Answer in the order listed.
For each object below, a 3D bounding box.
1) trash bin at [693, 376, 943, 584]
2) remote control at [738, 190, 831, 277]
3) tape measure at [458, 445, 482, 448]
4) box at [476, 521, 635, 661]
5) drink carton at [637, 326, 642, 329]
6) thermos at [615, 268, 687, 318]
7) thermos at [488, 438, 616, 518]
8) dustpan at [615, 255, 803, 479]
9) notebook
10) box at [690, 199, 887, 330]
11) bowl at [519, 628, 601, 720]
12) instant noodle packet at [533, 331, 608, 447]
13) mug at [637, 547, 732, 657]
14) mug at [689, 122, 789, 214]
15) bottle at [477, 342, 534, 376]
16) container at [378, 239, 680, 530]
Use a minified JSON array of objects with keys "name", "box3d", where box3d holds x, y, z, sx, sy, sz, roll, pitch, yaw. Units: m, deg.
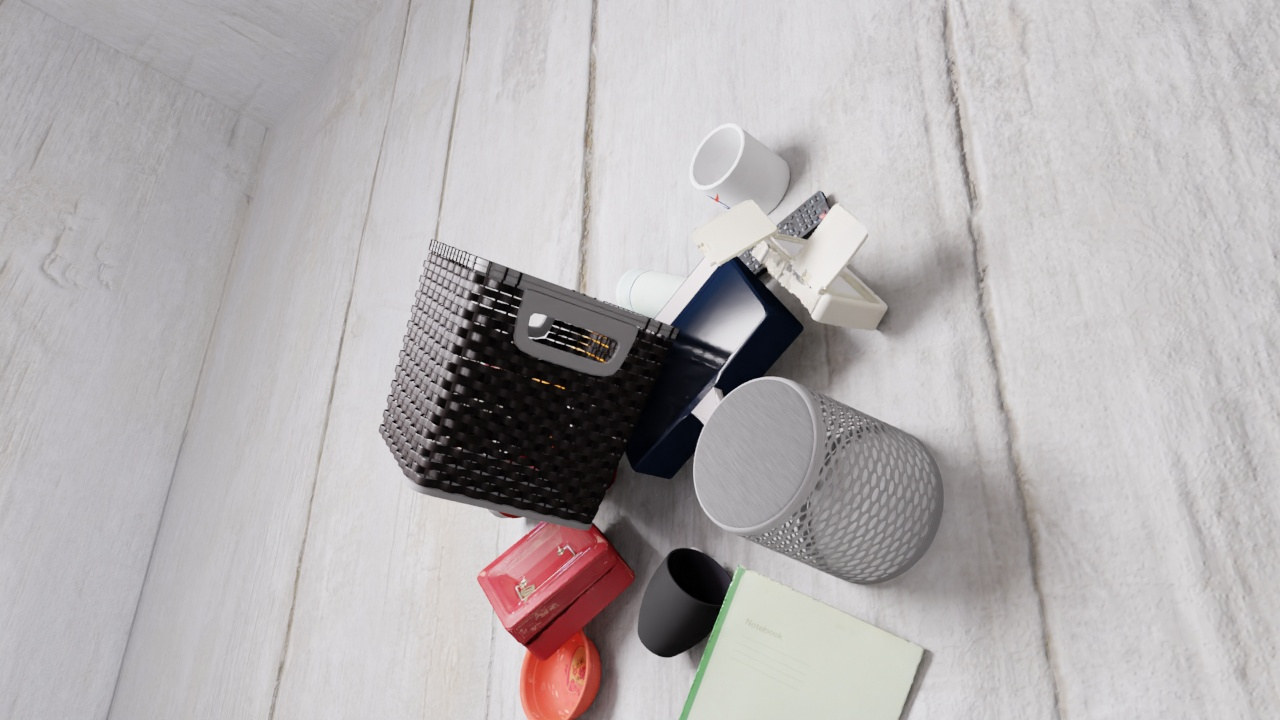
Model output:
[{"name":"trash bin","box3d":[0.159,0.110,0.843,0.157,0.183,0.156,-28,50,39]},{"name":"remote control","box3d":[0.170,-0.141,1.110,0.151,0.022,0.047,-39,43,28]},{"name":"tape measure","box3d":[-0.282,0.150,1.480,0.059,0.038,0.058,-20,54,26]},{"name":"box","box3d":[-0.101,0.263,1.107,0.157,0.087,0.129,-38,28,-8]},{"name":"drink carton","box3d":[-0.007,0.007,1.224,0.044,0.038,0.128,-12,61,47]},{"name":"thermos","box3d":[0.056,-0.074,1.171,0.230,0.068,0.068,19,85,52]},{"name":"thermos","box3d":[-0.130,0.148,1.249,0.199,0.083,0.108,-22,71,40]},{"name":"dustpan","box3d":[0.064,0.021,1.010,0.237,0.080,0.273,-51,52,18]},{"name":"notebook","box3d":[0.124,0.338,0.827,0.182,0.010,0.252,21,86,23]},{"name":"box","box3d":[0.168,-0.120,0.943,0.143,0.187,0.105,53,127,44]},{"name":"bowl","box3d":[-0.089,0.379,1.105,0.131,0.045,0.130,-28,50,39]},{"name":"instant noodle packet","box3d":[-0.117,0.061,1.331,0.221,0.032,0.159,-35,48,33]},{"name":"mug","box3d":[0.044,0.258,0.998,0.100,0.085,0.118,-61,5,25]},{"name":"mug","box3d":[0.123,-0.249,1.169,0.091,0.090,0.121,-39,44,30]},{"name":"bottle","box3d":[-0.220,0.010,1.466,0.105,0.056,0.056,-23,53,42]},{"name":"container","box3d":[-0.143,0.025,1.052,0.246,0.247,0.243,26,97,63]}]
